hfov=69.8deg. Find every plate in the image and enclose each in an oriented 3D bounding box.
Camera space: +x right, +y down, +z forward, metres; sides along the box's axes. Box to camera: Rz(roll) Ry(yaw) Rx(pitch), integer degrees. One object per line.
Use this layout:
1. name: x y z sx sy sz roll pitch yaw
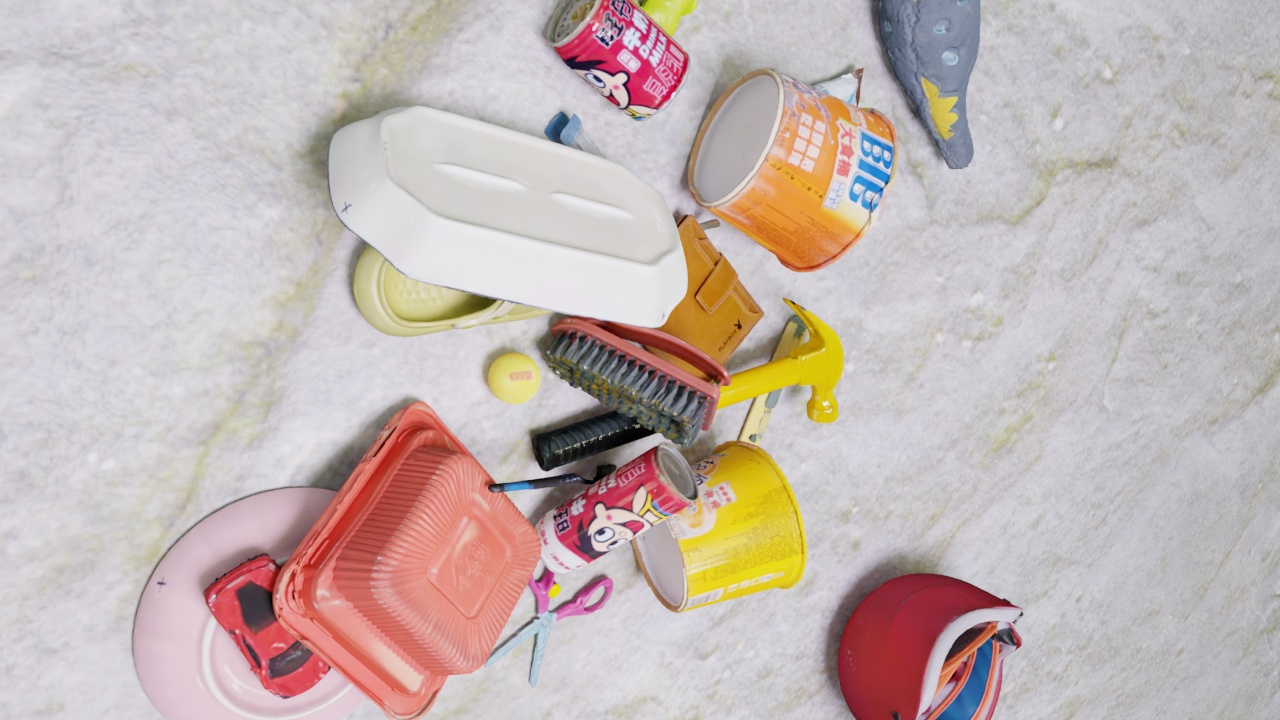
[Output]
1. plate: -0.245 0.186 0.642 0.192 0.039 0.192 -9 105 -33
2. plate: -0.074 -0.106 0.623 0.265 0.161 0.034 11 137 -30

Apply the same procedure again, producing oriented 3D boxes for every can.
1. can: -0.022 0.120 0.733 0.133 0.053 0.053 -33 126 20
2. can: -0.017 -0.233 0.688 0.093 0.067 0.066 32 82 -36

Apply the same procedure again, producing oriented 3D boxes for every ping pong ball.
1. ping pong ball: -0.097 0.014 0.705 0.040 0.040 0.040 -9 105 -33

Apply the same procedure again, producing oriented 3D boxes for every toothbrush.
1. toothbrush: -0.062 0.091 0.714 0.189 0.014 0.016 9 94 -64

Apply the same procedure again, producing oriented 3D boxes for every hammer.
1. hammer: 0.051 0.034 0.790 0.300 0.033 0.129 -17 118 -22

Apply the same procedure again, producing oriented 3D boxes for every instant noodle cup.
1. instant noodle cup: -0.146 0.142 0.645 0.164 0.079 0.188 56 47 -33
2. instant noodle cup: 0.060 0.149 0.796 0.109 0.138 0.138 -15 109 -22
3. instant noodle cup: 0.118 -0.161 0.755 0.111 0.151 0.151 20 89 -28

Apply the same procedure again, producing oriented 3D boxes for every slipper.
1. slipper: -0.106 -0.061 0.658 0.190 0.082 0.092 -17 113 -28

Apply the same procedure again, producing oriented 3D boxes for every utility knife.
1. utility knife: 0.121 0.040 0.883 0.031 0.020 0.190 25 90 -30

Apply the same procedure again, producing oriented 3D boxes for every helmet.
1. helmet: 0.301 0.331 0.997 0.206 0.144 0.240 -37 133 -22

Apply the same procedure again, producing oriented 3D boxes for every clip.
1. clip: -0.046 -0.165 0.712 0.026 0.043 0.058 -57 133 -16

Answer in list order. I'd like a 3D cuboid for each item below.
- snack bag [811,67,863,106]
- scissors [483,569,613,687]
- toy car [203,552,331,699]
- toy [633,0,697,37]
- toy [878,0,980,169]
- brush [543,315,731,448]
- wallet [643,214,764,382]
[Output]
1. snack bag: 0.168 -0.239 0.841 0.104 0.026 0.048 -18 124 -30
2. scissors: -0.074 0.219 0.785 0.130 0.017 0.133 2 104 -38
3. toy car: -0.239 0.178 0.600 0.049 0.031 0.106 -32 119 -24
4. toy: 0.010 -0.305 0.712 0.100 0.031 0.096 44 77 -34
5. toy: 0.278 -0.351 0.854 0.137 0.091 0.357 -22 115 -43
6. brush: -0.004 0.004 0.721 0.069 0.146 0.063 -57 167 -26
7. wallet: 0.045 -0.051 0.797 0.119 0.035 0.130 -48 124 -9
